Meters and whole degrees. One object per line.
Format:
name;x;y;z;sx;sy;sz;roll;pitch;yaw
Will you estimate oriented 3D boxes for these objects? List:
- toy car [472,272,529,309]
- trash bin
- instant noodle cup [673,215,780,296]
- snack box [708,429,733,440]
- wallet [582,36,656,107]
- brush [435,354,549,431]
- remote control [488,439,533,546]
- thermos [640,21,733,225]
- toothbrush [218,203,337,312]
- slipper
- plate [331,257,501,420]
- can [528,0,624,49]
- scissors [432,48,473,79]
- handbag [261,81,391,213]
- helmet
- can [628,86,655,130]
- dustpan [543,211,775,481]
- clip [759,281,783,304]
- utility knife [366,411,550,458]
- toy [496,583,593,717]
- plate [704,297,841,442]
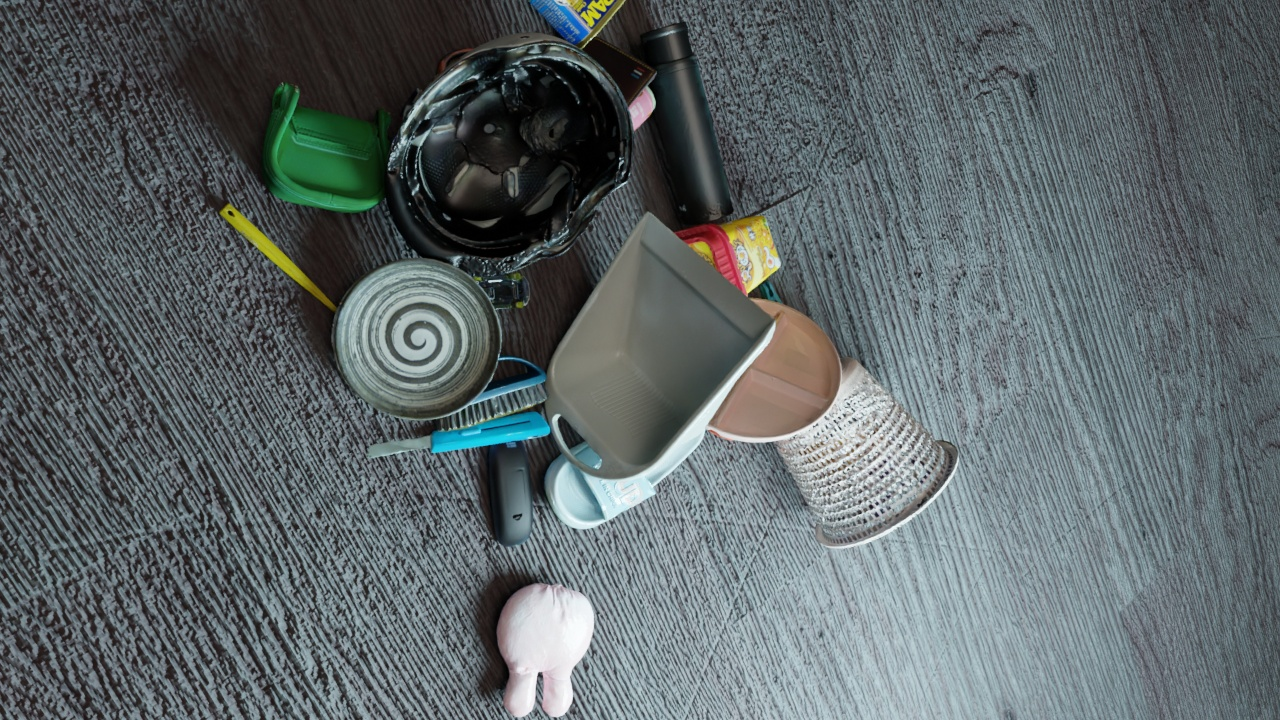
toy car;-0.173;-0.080;1.070;0.090;0.035;0.042;-7;97;-30
trash bin;0.283;0.112;1.253;0.227;0.228;0.192;-40;98;-23
instant noodle cup;0.109;-0.131;1.194;0.123;0.116;0.116;-31;106;-37
snack box;0.124;0.054;1.222;0.091;0.082;0.080;-32;117;-24
wallet;-0.053;-0.326;1.099;0.096;0.020;0.122;32;70;12
brush;-0.175;0.032;1.061;0.143;0.055;0.073;-17;101;-28
remote control;-0.153;0.157;1.097;0.053;0.024;0.136;-8;96;-30
thermos;0.060;-0.301;1.173;0.068;0.090;0.242;-13;106;6
toothbrush;-0.364;-0.092;0.970;0.190;0.017;0.015;47;72;-23
slipper;-0.008;0.128;1.151;0.244;0.074;0.104;-32;108;-27
plate;-0.242;-0.023;0.997;0.179;0.024;0.179;-2;101;-9
can;-0.073;-0.438;1.103;0.083;0.057;0.102;42;71;-22
scissors;-0.137;-0.324;1.094;0.202;0.015;0.204;30;76;-27
handbag;-0.325;-0.218;0.959;0.131;0.068;0.120;6;88;-30
helmet;-0.146;-0.236;1.000;0.274;0.156;0.230;-41;121;17
can;-0.047;-0.282;1.122;0.147;0.058;0.058;-49;113;-20
dustpan;-0.006;0.006;1.056;0.142;0.222;0.258;-22;144;-38
clip;0.184;-0.085;1.288;0.038;0.013;0.055;-37;108;-24
utility knife;-0.209;0.089;1.061;0.216;0.018;0.034;-9;57;-28
toy;-0.118;0.348;1.107;0.121;0.054;0.159;11;86;-23
plate;0.141;0.012;1.177;0.229;0.229;0.028;-35;150;-24
